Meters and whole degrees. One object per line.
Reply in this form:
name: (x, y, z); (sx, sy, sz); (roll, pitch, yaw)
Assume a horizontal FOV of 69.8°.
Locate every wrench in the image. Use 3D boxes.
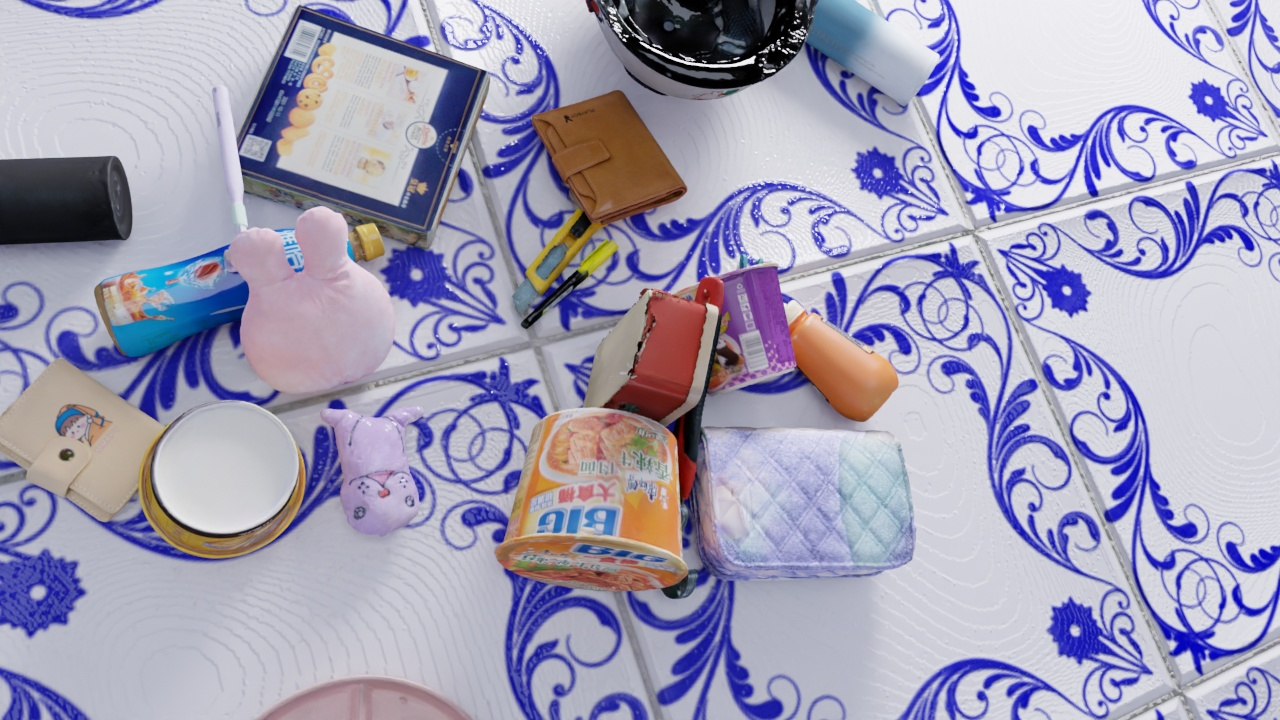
wrench: (0.041, 0.065, 0.776); (0.016, 0.056, 0.273); (6, 92, -36)

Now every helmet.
helmet: (0.048, -0.369, 0.899); (0.230, 0.157, 0.274); (-7, 85, -10)

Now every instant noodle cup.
instant noodle cup: (0.087, -0.025, 0.832); (0.111, 0.112, 0.099); (-17, 87, -19)
instant noodle cup: (-0.034, 0.112, 0.735); (0.151, 0.152, 0.111); (12, 62, -11)
instant noodle cup: (-0.304, 0.083, 0.672); (0.118, 0.115, 0.118); (6, 75, -23)

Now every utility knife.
utility knife: (-0.064, -0.112, 0.861); (0.033, 0.015, 0.180); (35, 67, 2)

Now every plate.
plate: (-0.208, 0.350, 0.670); (0.229, 0.028, 0.229); (5, 72, -15)

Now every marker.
marker: (-0.066, -0.072, 0.847); (0.015, 0.018, 0.124); (44, 68, 3)

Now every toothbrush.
toothbrush: (-0.336, -0.154, 0.749); (0.029, 0.021, 0.189); (-30, 62, 22)

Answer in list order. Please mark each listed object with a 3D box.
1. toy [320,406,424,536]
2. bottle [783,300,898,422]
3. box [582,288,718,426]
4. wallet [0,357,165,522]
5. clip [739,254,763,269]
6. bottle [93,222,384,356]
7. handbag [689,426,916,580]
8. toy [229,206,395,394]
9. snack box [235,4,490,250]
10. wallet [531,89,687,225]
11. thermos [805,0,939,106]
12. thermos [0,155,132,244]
toy: (-0.212, 0.089, 0.746); (0.083, 0.039, 0.108); (-4, 73, -25)
bottle: (0.172, -0.009, 0.871); (0.149, 0.067, 0.066); (42, 67, 9)
box: (-0.005, 0.005, 0.758); (0.075, 0.169, 0.091); (17, 69, -12)
wallet: (-0.429, 0.062, 0.705); (0.115, 0.024, 0.087); (35, 69, -4)
clip: (0.107, -0.077, 0.898); (0.047, 0.014, 0.057); (14, 71, -12)
bottle: (-0.320, -0.067, 0.753); (0.218, 0.065, 0.065); (-21, 79, -21)
handbag: (0.139, 0.124, 0.811); (0.193, 0.076, 0.134); (4, 68, -15)
toy: (-0.259, -0.045, 0.728); (0.121, 0.160, 0.054); (-23, 41, -25)
snack box: (-0.249, -0.209, 0.826); (0.182, 0.046, 0.177); (18, 69, -8)
wallet: (-0.032, -0.196, 0.879); (0.107, 0.031, 0.131); (-22, 68, -21)
thermos: (0.212, -0.358, 0.988); (0.220, 0.070, 0.070); (31, 68, -4)
thermos: (-0.537, -0.133, 0.711); (0.242, 0.069, 0.090); (-4, 79, -16)
